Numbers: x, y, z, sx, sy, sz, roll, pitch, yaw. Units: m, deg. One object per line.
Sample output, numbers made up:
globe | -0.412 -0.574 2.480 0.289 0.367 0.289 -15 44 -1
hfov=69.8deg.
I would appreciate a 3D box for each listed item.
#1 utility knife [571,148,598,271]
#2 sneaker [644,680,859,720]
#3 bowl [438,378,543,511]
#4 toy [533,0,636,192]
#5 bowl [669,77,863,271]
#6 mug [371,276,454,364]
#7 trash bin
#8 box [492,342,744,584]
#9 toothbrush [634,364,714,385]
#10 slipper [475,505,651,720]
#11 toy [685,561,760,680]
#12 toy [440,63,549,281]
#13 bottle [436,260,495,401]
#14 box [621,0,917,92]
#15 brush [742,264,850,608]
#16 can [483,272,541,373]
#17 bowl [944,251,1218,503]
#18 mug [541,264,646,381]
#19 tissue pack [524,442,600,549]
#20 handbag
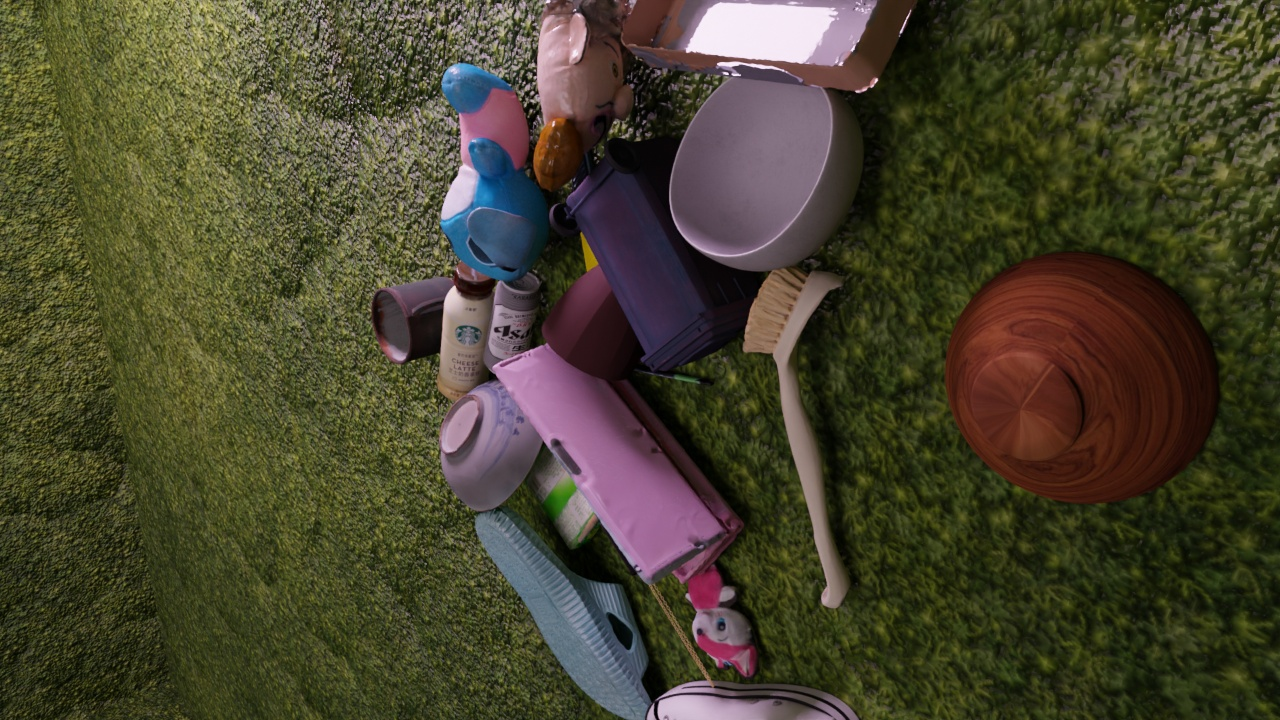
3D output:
utility knife | -0.049 -0.162 0.796 0.029 0.020 0.198 2 107 47
sneaker | 0.074 0.341 0.791 0.246 0.097 0.091 -19 89 50
bowl | -0.162 0.074 0.928 0.151 0.056 0.150 -31 43 35
toy | -0.041 -0.206 0.682 0.076 0.133 0.175 10 75 9
bowl | 0.089 -0.121 0.605 0.132 0.064 0.131 -16 67 42
mug | -0.232 -0.050 1.001 0.111 0.081 0.085 -25 85 50
trash bin | 0.017 -0.079 0.696 0.094 0.092 0.161 -38 76 49
box | -0.034 0.091 0.783 0.232 0.114 0.099 52 136 20
toothbrush | -0.005 0.005 0.816 0.188 0.014 0.017 10 104 47
slipper | -0.069 0.250 0.943 0.276 0.069 0.116 54 143 -1
toy | 0.063 0.230 0.802 0.066 0.050 0.102 -28 77 55
toy | -0.141 -0.168 0.847 0.224 0.099 0.191 -149 50 -72
bottle | -0.179 -0.031 0.960 0.056 0.056 0.162 44 138 29
box | 0.081 -0.253 0.574 0.217 0.063 0.157 27 112 47
brush | 0.122 0.058 0.663 0.077 0.061 0.272 1 110 33
can | -0.129 -0.036 0.918 0.044 0.043 0.107 42 133 30
bowl | 0.228 0.018 0.510 0.147 0.068 0.147 21 120 43
mug | -0.013 -0.036 0.772 0.114 0.087 0.089 32 113 -1
tissue pack | -0.069 0.129 0.922 0.099 0.034 0.114 54 138 19
handbag | 0.021 0.218 0.841 0.178 0.027 0.084 58 176 7
